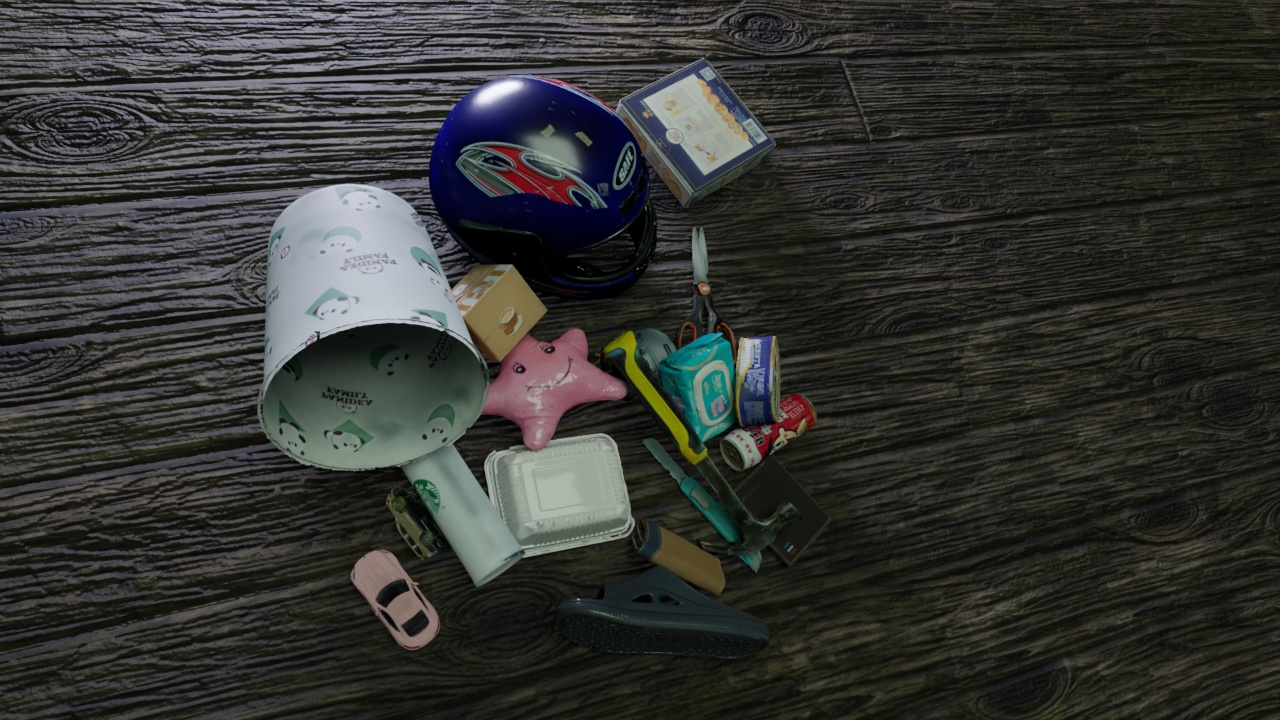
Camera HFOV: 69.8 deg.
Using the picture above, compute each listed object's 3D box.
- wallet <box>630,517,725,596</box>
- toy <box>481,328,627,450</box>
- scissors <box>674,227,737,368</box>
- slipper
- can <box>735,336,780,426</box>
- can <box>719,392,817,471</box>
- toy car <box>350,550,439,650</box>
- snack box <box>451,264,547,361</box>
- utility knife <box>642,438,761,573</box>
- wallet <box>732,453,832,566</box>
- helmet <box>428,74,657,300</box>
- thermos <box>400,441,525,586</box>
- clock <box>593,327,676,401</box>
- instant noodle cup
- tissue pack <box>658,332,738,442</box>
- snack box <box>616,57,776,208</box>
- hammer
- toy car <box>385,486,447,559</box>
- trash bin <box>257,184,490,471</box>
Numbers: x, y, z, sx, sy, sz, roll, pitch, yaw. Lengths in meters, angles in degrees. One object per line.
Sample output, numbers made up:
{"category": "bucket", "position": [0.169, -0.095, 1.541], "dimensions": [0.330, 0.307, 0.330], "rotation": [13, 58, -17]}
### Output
{"category": "wallet", "position": [0.046, 0.238, 1.119], "dimensions": [0.115, 0.090, 0.033], "rotation": [28, 97, -7]}
{"category": "toy", "position": [-0.134, 0.023, 1.145], "dimensions": [0.194, 0.075, 0.178], "rotation": [-30, 61, -25]}
{"category": "scissors", "position": [0.075, -0.087, 1.287], "dimensions": [0.142, 0.022, 0.235], "rotation": [-18, 76, -23]}
{"category": "slipper", "position": [0.025, 0.296, 1.083], "dimensions": [0.268, 0.111, 0.083], "rotation": [13, 51, -19]}
{"category": "can", "position": [0.157, 0.025, 1.218], "dimensions": [0.049, 0.075, 0.147], "rotation": [-4, 38, 14]}
{"category": "can", "position": [0.171, 0.096, 1.228], "dimensions": [0.132, 0.053, 0.053], "rotation": [-29, 80, -26]}
{"category": "toy car", "position": [-0.274, 0.266, 1.025], "dimensions": [0.056, 0.037, 0.122], "rotation": [-36, 83, -28]}
{"category": "snack box", "position": [-0.188, -0.060, 1.132], "dimensions": [0.092, 0.094, 0.077], "rotation": [-49, 121, -22]}
{"category": "utility knife", "position": [0.081, 0.183, 1.186], "dimensions": [0.223, 0.013, 0.029], "rotation": [47, 64, 4]}
{"category": "wallet", "position": [0.183, 0.197, 1.213], "dimensions": [0.096, 0.020, 0.122], "rotation": [-40, 83, -27]}
{"category": "helmet", "position": [-0.106, -0.222, 1.159], "dimensions": [0.315, 0.241, 0.246], "rotation": [23, 64, -10]}
{"category": "thermos", "position": [-0.224, 0.150, 1.062], "dimensions": [0.073, 0.073, 0.224], "rotation": [-30, 76, -26]}
{"category": "clock", "position": [-0.007, 0.007, 1.204], "dimensions": [0.121, 0.055, 0.082], "rotation": [-20, 78, -23]}
{"category": "instant noodle cup", "position": [-0.093, 0.157, 1.115], "dimensions": [0.173, 0.060, 0.138], "rotation": [-7, 71, -22]}
{"category": "tissue pack", "position": [0.079, 0.035, 1.188], "dimensions": [0.093, 0.050, 0.133], "rotation": [-31, 121, -31]}
{"category": "snack box", "position": [0.082, -0.345, 1.377], "dimensions": [0.182, 0.046, 0.178], "rotation": [-34, 83, -26]}
{"category": "hammer", "position": [0.060, 0.107, 1.139], "dimensions": [0.126, 0.032, 0.323], "rotation": [-36, 98, 1]}
{"category": "toy car", "position": [-0.261, 0.186, 1.057], "dimensions": [0.035, 0.042, 0.090], "rotation": [-37, 87, 8]}
{"category": "trash bin", "position": [-0.306, -0.046, 1.009], "dimensions": [0.229, 0.230, 0.251], "rotation": [-7, 49, -21]}
